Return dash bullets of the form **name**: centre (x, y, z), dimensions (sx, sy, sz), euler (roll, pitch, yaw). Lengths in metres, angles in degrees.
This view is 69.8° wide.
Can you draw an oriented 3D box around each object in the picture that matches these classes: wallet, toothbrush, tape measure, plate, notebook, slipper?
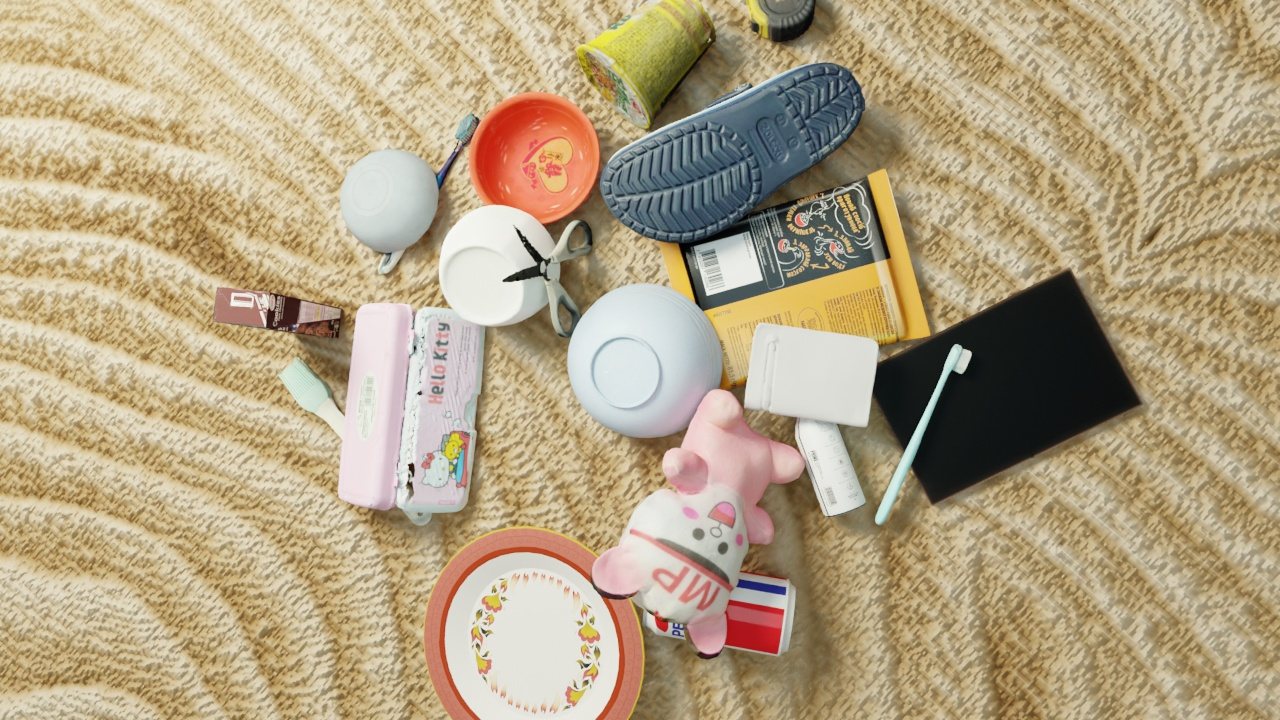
- **wallet**: centre (0.155, 0.013, 0.838), dimensions (0.116, 0.032, 0.086), euler (12, 85, 9)
- **toothbrush**: centre (0.257, 0.070, 0.842), dimensions (0.016, 0.016, 0.180), euler (25, 93, -4)
- **tape measure**: centre (0.137, -0.339, 0.879), dimensions (0.067, 0.038, 0.062), euler (-11, 78, 4)
- **plate**: centre (-0.103, 0.273, 0.881), dimensions (0.230, 0.021, 0.230), euler (0, 90, 18)
- **notebook**: centre (0.331, 0.025, 0.847), dimensions (0.209, 0.008, 0.141), euler (-28, 88, 6)
- **toothbrush**: centre (-0.216, -0.168, 0.929), dimensions (0.016, 0.017, 0.189), euler (32, 92, 12)
- **slipper**: centre (0.086, -0.192, 0.855), dimensions (0.253, 0.095, 0.105), euler (-26, 109, 2)

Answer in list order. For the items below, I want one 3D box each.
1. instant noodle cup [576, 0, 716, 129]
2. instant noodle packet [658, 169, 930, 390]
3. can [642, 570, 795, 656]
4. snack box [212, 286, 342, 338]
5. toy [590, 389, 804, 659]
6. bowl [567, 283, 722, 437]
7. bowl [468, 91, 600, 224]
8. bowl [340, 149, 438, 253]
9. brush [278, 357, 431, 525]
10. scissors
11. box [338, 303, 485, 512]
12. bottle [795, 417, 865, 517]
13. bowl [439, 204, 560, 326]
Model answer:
- **instant noodle cup**: centre (0.010, -0.292, 0.869), dimensions (0.102, 0.102, 0.108), euler (44, 84, 7)
- **instant noodle packet**: centre (0.144, -0.070, 0.866), dimensions (0.221, 0.032, 0.160), euler (-16, 93, 7)
- **can**: centre (0.073, 0.227, 0.847), dimensions (0.132, 0.070, 0.070), euler (8, 89, 8)
- **snack box**: centre (-0.343, -0.044, 0.880), dimensions (0.051, 0.141, 0.031), euler (6, 88, 8)
- **toy**: centre (0.055, 0.138, 0.803), dimensions (0.142, 0.084, 0.212), euler (41, 61, -24)
- **bowl**: centre (-0.005, 0.005, 0.849), dimensions (0.151, 0.074, 0.150), euler (2, 98, 17)
- **bowl**: centre (-0.100, -0.193, 0.900), dimensions (0.130, 0.045, 0.130), euler (0, 88, 8)
- **bowl**: centre (-0.257, -0.164, 0.913), dimensions (0.106, 0.039, 0.106), euler (-3, 82, 19)
- **brush**: centre (-0.288, 0.084, 0.934), dimensions (0.033, 0.012, 0.217), euler (-44, 85, 3)
- **scissors**: centre (-0.080, -0.082, 0.852), dimensions (0.013, 0.157, 0.169), euler (8, 133, 21)
- **box**: centre (-0.224, 0.047, 0.910), dimensions (0.101, 0.103, 0.201), euler (2, 86, 44)
- **bottle**: centre (0.171, 0.085, 0.855), dimensions (0.041, 0.041, 0.116), euler (-20, 85, 6)
- **bowl**: centre (-0.139, -0.083, 0.868), dimensions (0.116, 0.065, 0.116), euler (5, 117, 10)
